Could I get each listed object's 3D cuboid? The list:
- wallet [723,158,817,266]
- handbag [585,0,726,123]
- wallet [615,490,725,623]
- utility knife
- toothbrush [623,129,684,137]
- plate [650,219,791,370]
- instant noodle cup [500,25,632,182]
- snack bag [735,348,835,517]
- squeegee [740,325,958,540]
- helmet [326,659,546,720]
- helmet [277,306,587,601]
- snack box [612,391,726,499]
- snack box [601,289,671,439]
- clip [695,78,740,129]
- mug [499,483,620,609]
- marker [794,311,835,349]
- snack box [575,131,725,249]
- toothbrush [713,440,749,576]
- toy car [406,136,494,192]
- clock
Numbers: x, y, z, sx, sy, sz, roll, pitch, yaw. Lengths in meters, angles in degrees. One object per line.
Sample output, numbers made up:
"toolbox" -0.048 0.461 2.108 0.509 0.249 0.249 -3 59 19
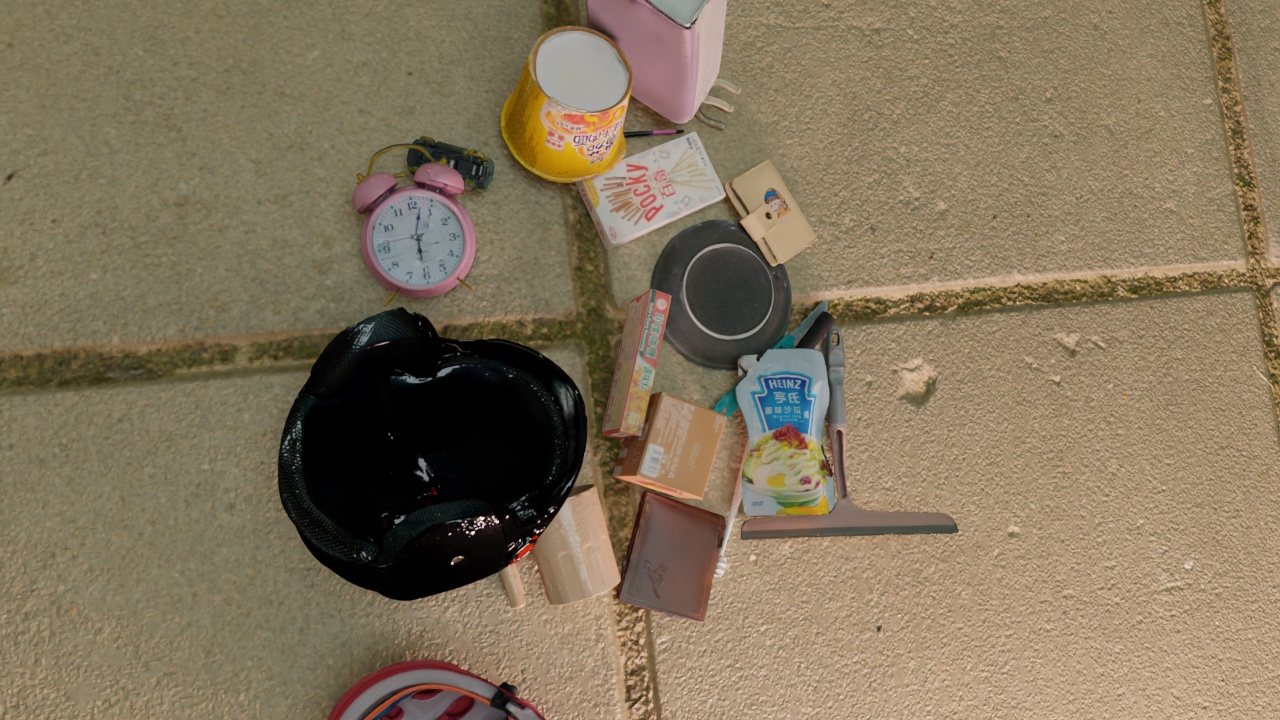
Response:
"wallet" 0.153 -0.174 1.085 0.087 0.024 0.115 -34 95 -30
"handbag" 0.013 -0.355 0.962 0.145 0.197 0.098 27 78 7
"wallet" 0.034 0.215 1.005 0.101 0.032 0.124 18 78 -12
"utility knife" 0.152 0.001 1.072 0.216 0.013 0.029 -45 126 -17
"toothbrush" -0.037 -0.254 1.048 0.189 0.014 0.018 -7 96 -18
"plate" 0.099 -0.078 1.063 0.179 0.024 0.179 2 82 -17
"instant noodle cup" -0.073 -0.276 0.974 0.138 0.110 0.137 6 68 -14
"snack bag" 0.163 0.079 1.034 0.110 0.039 0.191 -1 80 -3
"squeegee" 0.234 0.083 1.079 0.247 0.040 0.249 -1 78 0
"helmet" -0.182 0.394 0.861 0.206 0.144 0.240 -43 83 -18
"helmet" -0.189 0.096 0.848 0.274 0.231 0.233 -17 64 -24
"snack box" 0.030 0.092 0.984 0.077 0.094 0.092 21 77 -14
"snack box" -0.006 0.006 0.992 0.027 0.077 0.155 15 79 -15
"clip" 0.072 -0.312 1.061 0.103 0.093 0.035 29 75 -23
"mug" -0.091 0.195 0.949 0.125 0.084 0.103 -17 90 6
"marker" 0.182 -0.004 1.075 0.132 0.020 0.022 -51 121 -9
"snack box" 0.013 -0.195 1.049 0.156 0.027 0.084 -26 92 -19
"toothbrush" 0.111 0.158 1.043 0.016 0.016 0.180 22 77 -16
"toy car" -0.203 -0.206 0.977 0.091 0.036 0.043 14 80 -16
"clock" -0.230 -0.140 0.934 0.117 0.060 0.158 -12 96 -10
